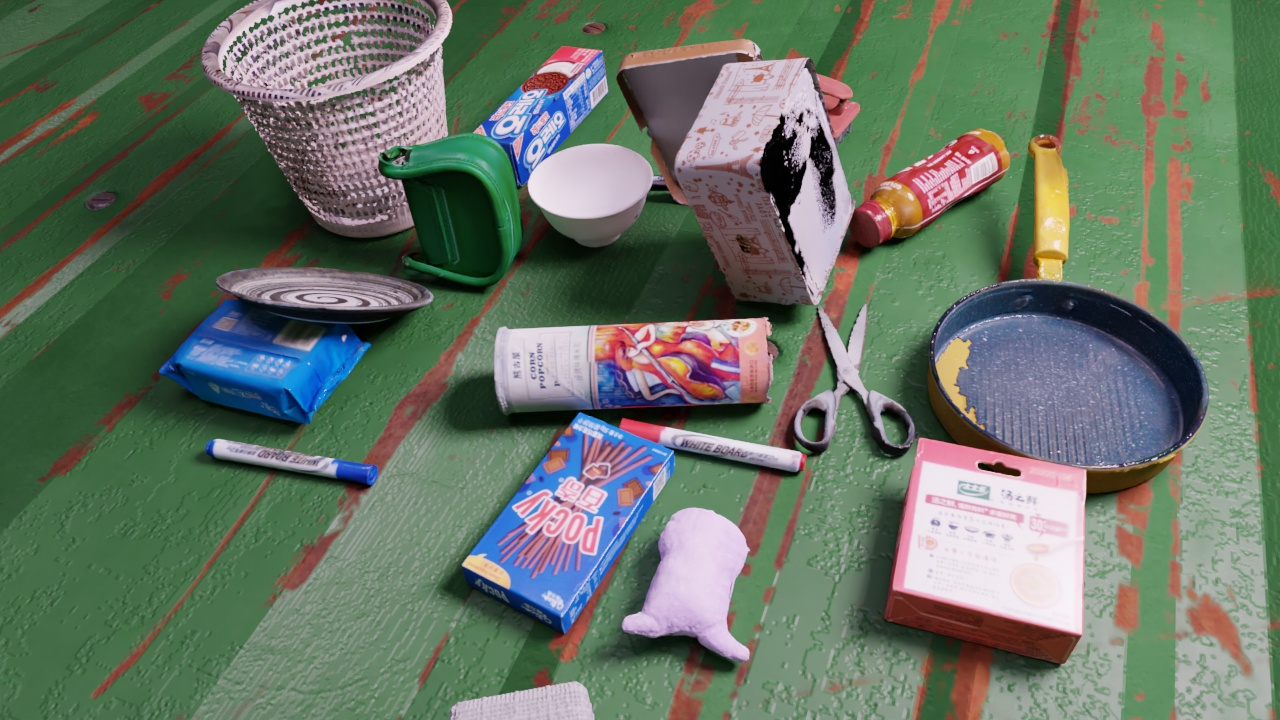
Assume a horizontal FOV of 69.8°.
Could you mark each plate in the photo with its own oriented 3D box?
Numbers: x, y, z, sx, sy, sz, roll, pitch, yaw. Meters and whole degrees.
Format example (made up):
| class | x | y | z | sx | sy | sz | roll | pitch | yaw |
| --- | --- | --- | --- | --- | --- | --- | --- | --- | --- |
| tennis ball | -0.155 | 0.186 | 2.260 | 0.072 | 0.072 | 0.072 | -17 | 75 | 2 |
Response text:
| class | x | y | z | sx | sy | sz | roll | pitch | yaw |
| --- | --- | --- | --- | --- | --- | --- | --- | --- | --- |
| plate | -0.272 | -0.055 | 0.800 | 0.179 | 0.024 | 0.179 | 6 | 14 | -2 |

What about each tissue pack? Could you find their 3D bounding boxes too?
| class | x | y | z | sx | sy | sz | roll | pitch | yaw |
| --- | --- | --- | --- | --- | --- | --- | --- | --- | --- |
| tissue pack | -0.318 | 0.000 | 0.779 | 0.157 | 0.052 | 0.094 | 12 | 46 | 16 |

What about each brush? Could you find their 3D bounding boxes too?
| class | x | y | z | sx | sy | sz | roll | pitch | yaw |
| --- | --- | --- | --- | --- | --- | --- | --- | --- | --- |
| brush | 0.156 | -0.277 | 0.984 | 0.146 | 0.069 | 0.063 | 22 | 52 | 24 |

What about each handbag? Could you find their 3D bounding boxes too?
| class | x | y | z | sx | sy | sz | roll | pitch | yaw |
| --- | --- | --- | --- | --- | --- | --- | --- | --- | --- |
| handbag | -0.172 | -0.135 | 0.841 | 0.120 | 0.131 | 0.067 | -2 | 37 | 9 |

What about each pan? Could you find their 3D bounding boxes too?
| class | x | y | z | sx | sy | sz | roll | pitch | yaw |
| --- | --- | --- | --- | --- | --- | --- | --- | --- | --- |
| pan | 0.337 | -0.054 | 0.748 | 0.198 | 0.078 | 0.356 | 6 | 48 | 11 |

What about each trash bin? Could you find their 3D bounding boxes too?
| class | x | y | z | sx | sy | sz | roll | pitch | yaw |
| --- | --- | --- | --- | --- | --- | --- | --- | --- | --- |
| trash bin | -0.280 | -0.238 | 0.902 | 0.227 | 0.192 | 0.227 | -3 | 47 | 3 |

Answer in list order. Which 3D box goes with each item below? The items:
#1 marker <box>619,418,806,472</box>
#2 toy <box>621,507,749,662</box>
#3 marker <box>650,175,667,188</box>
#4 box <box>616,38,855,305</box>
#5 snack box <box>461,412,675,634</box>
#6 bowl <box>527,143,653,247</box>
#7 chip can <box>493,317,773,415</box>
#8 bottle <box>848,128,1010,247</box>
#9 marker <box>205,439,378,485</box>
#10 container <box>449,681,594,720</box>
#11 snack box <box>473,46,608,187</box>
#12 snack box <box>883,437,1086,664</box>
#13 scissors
| class | x | y | z | sx | sy | sz | roll | pitch | yaw |
| --- | --- | --- | --- | --- | --- | --- | --- | --- | --- |
| marker | 0.054 | 0.065 | 0.705 | 0.145 | 0.017 | 0.017 | 10 | 48 | 15 |
| toy | 0.040 | 0.145 | 0.616 | 0.084 | 0.039 | 0.107 | 17 | 44 | 2 |
| marker | -0.007 | -0.187 | 0.951 | 0.124 | 0.015 | 0.018 | 3 | 51 | 7 |
| box | 0.065 | -0.164 | 0.803 | 0.193 | 0.183 | 0.156 | 6 | 57 | 32 |
| snack box | -0.048 | 0.112 | 0.664 | 0.084 | 0.026 | 0.156 | 20 | 52 | 22 |
| bowl | -0.045 | -0.149 | 0.885 | 0.118 | 0.065 | 0.118 | -3 | 46 | 3 |
| chip can | -0.004 | 0.004 | 0.732 | 0.215 | 0.071 | 0.071 | -2 | 46 | 2 |
| bottle | 0.272 | -0.162 | 0.870 | 0.174 | 0.058 | 0.057 | -31 | 51 | -22 |
| marker | -0.277 | 0.079 | 0.724 | 0.146 | 0.017 | 0.016 | 7 | 48 | 12 |
| container | -0.058 | 0.247 | 0.496 | 0.090 | 0.090 | 0.114 | -9 | 43 | -4 |
| snack box | -0.107 | -0.273 | 1.015 | 0.058 | 0.057 | 0.206 | 15 | 50 | 22 |
| snack box | 0.231 | 0.123 | 0.614 | 0.113 | 0.044 | 0.126 | 11 | 50 | 16 |
| scissors | 0.169 | 0.015 | 0.744 | 0.170 | 0.014 | 0.159 | -32 | 51 | -24 |
